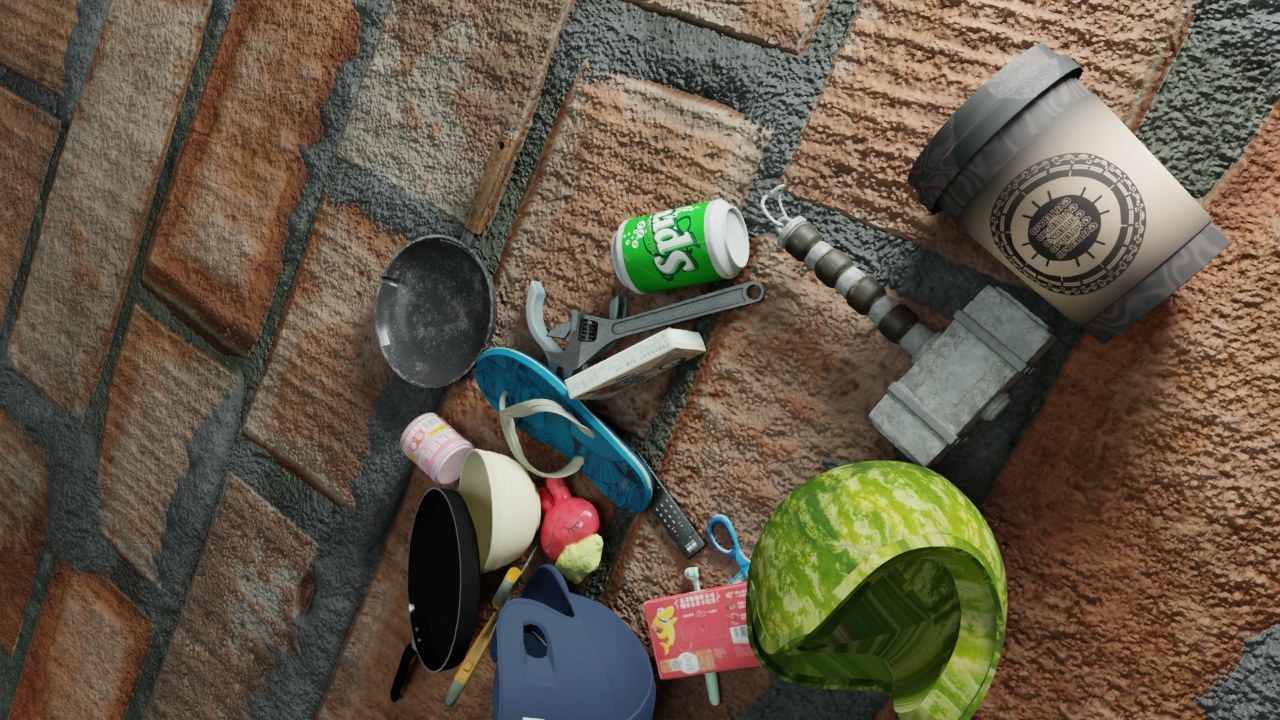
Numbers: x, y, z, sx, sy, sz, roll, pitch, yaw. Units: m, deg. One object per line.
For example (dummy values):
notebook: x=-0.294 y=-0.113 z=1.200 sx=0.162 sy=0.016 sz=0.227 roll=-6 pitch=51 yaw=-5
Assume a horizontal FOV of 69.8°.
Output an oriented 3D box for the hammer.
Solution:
hammer: x=0.235 y=-0.059 z=0.930 sx=0.326 sy=0.079 sz=0.177 roll=45 pitch=109 yaw=22

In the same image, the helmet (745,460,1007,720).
helmet: x=0.212 y=0.208 z=0.852 sx=0.213 sy=0.247 sz=0.243 roll=36 pitch=83 yaw=-8

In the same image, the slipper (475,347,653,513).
slipper: x=-0.107 y=0.084 z=1.103 sx=0.295 sy=0.060 sz=0.118 roll=38 pitch=130 yaw=22

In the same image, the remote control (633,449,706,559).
remote control: x=0.026 y=0.168 z=1.078 sx=0.030 sy=0.009 sz=0.140 roll=-44 pitch=70 yaw=20

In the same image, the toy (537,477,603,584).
toy: x=-0.089 y=0.203 z=1.118 sx=0.092 sy=0.045 sz=0.135 roll=-37 pitch=64 yaw=27

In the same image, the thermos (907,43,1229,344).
thermos: x=0.378 y=-0.140 z=0.814 sx=0.173 sy=0.172 sz=0.226 roll=-45 pitch=76 yaw=20

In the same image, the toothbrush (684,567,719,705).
toothbrush: x=0.072 y=0.314 z=1.046 sx=0.022 sy=0.015 sz=0.154 roll=-20 pitch=78 yaw=52

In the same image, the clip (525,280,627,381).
clip: x=-0.090 y=-0.043 z=1.135 sx=0.165 sy=0.032 sz=0.165 roll=-40 pitch=70 yaw=22

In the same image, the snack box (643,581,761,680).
snack box: x=0.075 y=0.302 z=1.024 sx=0.133 sy=0.021 sz=0.089 roll=-17 pitch=81 yaw=22

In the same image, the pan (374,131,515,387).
pan: x=-0.237 y=-0.133 z=1.212 sx=0.208 sy=0.040 sz=0.357 roll=32 pitch=103 yaw=25

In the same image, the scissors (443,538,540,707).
scissors: x=-0.165 y=0.290 z=1.065 sx=0.016 sy=0.224 sz=0.230 roll=28 pitch=146 yaw=2

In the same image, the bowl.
bowl: x=-0.169 y=0.184 z=1.132 sx=0.151 sy=0.075 sz=0.150 roll=-179 pitch=90 yaw=-64

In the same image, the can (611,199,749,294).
can: x=0.044 y=-0.126 z=1.031 sx=0.140 sy=0.087 sz=0.087 roll=-8 pitch=85 yaw=28

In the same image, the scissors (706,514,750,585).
scissors: x=0.124 y=0.224 z=1.024 sx=0.134 sy=0.011 sz=0.140 roll=-45 pitch=70 yaw=22

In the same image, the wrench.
wrench: x=0.013 y=-0.046 z=1.065 sx=0.274 sy=0.018 sz=0.073 roll=-14 pitch=84 yaw=18

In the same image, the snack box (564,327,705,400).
snack box: x=-0.006 y=0.006 z=1.058 sx=0.150 sy=0.081 sz=0.026 roll=-27 pitch=76 yaw=26

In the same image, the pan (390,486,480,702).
pan: x=-0.272 y=0.325 z=1.185 sx=0.225 sy=0.034 sz=0.357 roll=59 pitch=136 yaw=46

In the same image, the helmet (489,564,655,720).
helmet: x=-0.097 y=0.362 z=1.032 sx=0.233 sy=0.222 sz=0.272 roll=-64 pitch=32 yaw=24

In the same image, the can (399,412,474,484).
can: x=-0.266 y=0.116 z=1.204 sx=0.076 sy=0.067 sz=0.067 roll=36 pitch=105 yaw=25
